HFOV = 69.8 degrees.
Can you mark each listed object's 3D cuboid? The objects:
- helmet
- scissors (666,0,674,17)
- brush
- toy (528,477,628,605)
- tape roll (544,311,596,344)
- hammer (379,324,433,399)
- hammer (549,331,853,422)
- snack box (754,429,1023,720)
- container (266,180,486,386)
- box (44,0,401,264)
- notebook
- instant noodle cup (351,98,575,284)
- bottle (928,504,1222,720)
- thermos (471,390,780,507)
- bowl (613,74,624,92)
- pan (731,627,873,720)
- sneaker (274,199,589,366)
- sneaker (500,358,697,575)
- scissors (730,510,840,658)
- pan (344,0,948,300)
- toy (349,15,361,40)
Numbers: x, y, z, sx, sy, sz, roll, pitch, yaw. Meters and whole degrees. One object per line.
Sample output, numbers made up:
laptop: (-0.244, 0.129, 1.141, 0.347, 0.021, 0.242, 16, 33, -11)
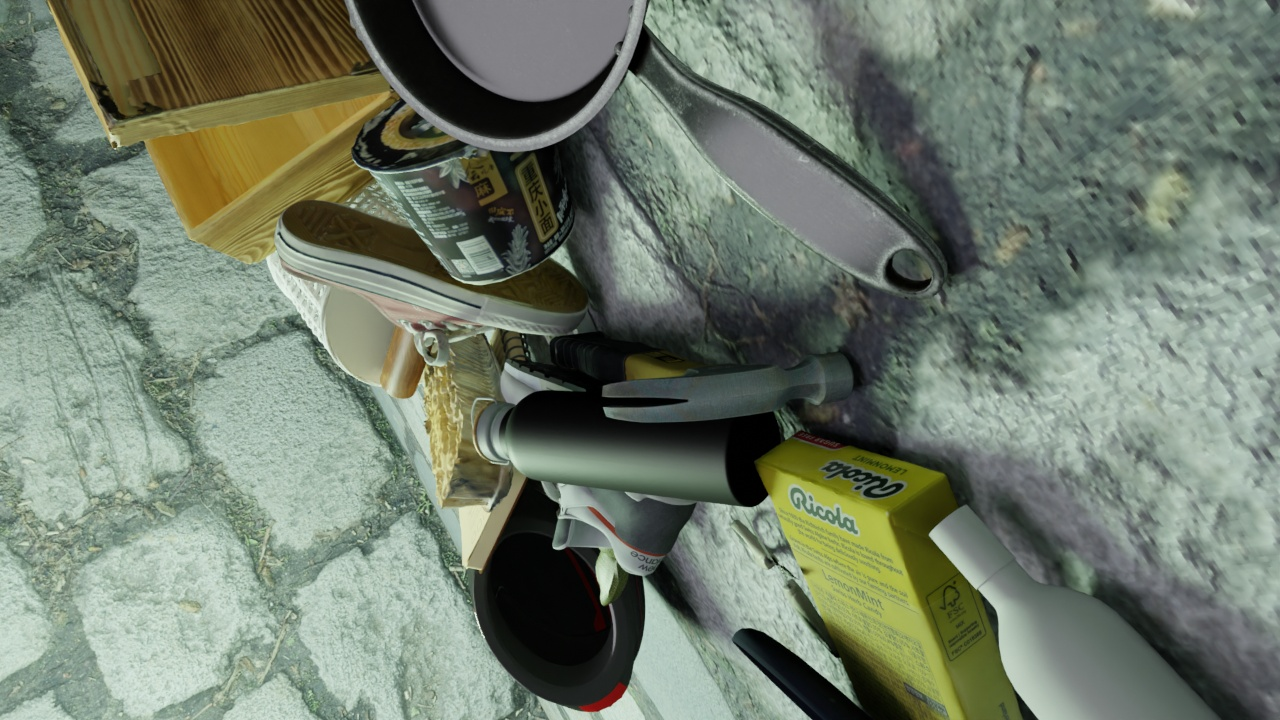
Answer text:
helmet: (-0.084, 0.211, 0.931, 0.264, 0.164, 0.170, 58, -173, 8)
scissors: (-0.011, -0.258, 0.391, 0.195, 0.015, 0.180, 54, 158, 20)
brush: (-0.158, 0.046, 0.828, 0.271, 0.056, 0.083, -122, 50, -61)
toy: (-0.033, 0.107, 0.798, 0.153, 0.078, 0.180, 42, 128, 40)
tape roll: (-0.064, -0.028, 0.795, 0.094, 0.018, 0.094, 50, 156, 32)
hammer: (-0.193, -0.086, 0.834, 0.158, 0.037, 0.302, 49, 131, 32)
hammer: (-0.003, 0.003, 0.590, 0.333, 0.117, 0.025, -167, 70, -71)
snack box: (0.136, 0.130, 0.482, 0.181, 0.045, 0.121, 66, 162, -14)
container: (-0.275, -0.095, 0.972, 0.187, 0.189, 0.189, 40, 150, 44)
box: (-0.363, -0.296, 0.805, 0.279, 0.269, 0.263, 58, -176, 17)
notebook: (-0.142, 0.068, 0.884, 0.168, 0.024, 0.225, -63, 25, 23)
instant noodle cup: (-0.113, -0.127, 0.639, 0.137, 0.137, 0.112, 40, 158, 46)
bottle: (0.188, 0.138, 0.356, 0.195, 0.052, 0.053, 52, 157, 26)
thermos: (-0.027, 0.051, 0.585, 0.232, 0.061, 0.061, 1, 120, 38)
bowl: (-0.073, -0.209, 0.523, 0.145, 0.067, 0.145, 49, 156, 31)
pan: (0.153, 0.230, 0.481, 0.199, 0.021, 0.357, 45, 170, -8)
sneaker: (-0.163, -0.051, 0.716, 0.118, 0.241, 0.088, -88, 15, -51)
sneaker: (-0.043, 0.080, 0.691, 0.240, 0.088, 0.124, 20, 98, 50)
scissors: (0.089, 0.138, 0.592, 0.157, 0.012, 0.168, 53, 176, -18)
pan: (-0.009, -0.143, 0.415, 0.357, 0.055, 0.188, 37, 130, 11)
toy: (-0.189, -0.303, 0.666, 0.159, 0.084, 0.195, 36, 161, -10)
